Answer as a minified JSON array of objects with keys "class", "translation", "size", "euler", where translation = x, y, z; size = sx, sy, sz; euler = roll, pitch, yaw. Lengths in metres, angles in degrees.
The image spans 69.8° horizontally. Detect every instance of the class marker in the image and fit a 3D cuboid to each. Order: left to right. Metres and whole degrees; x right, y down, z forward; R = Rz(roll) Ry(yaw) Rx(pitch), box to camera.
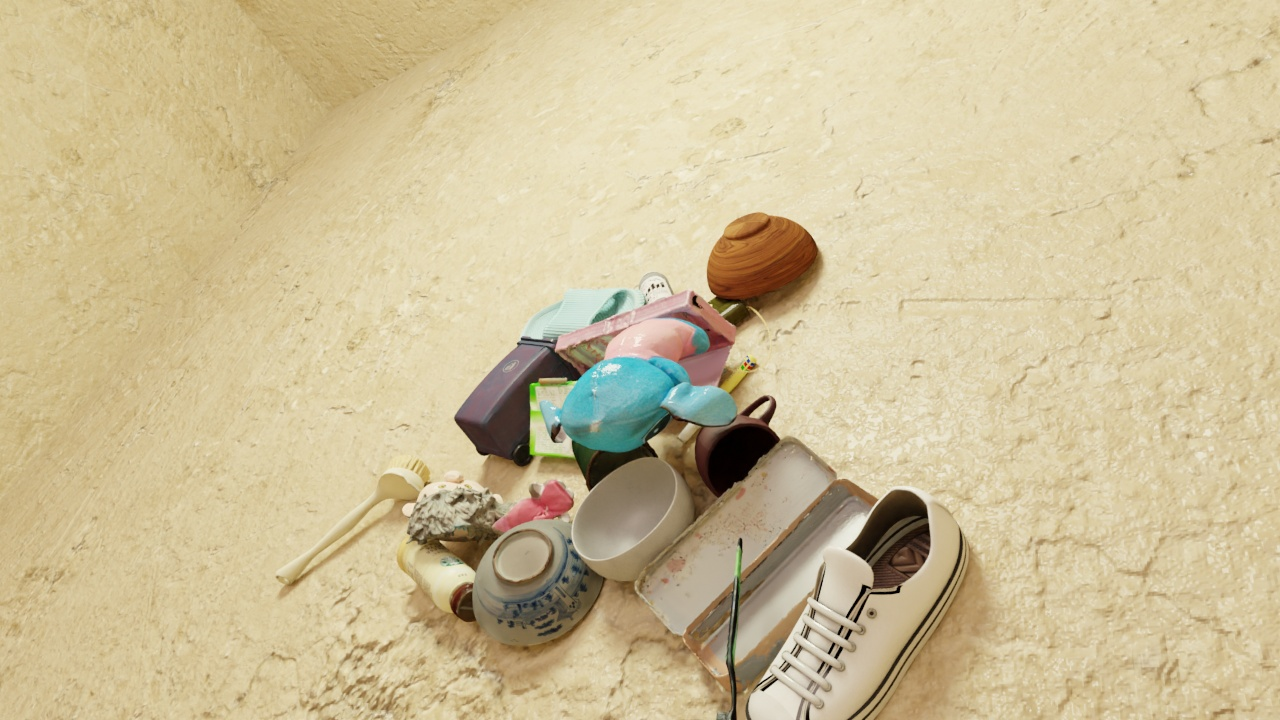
[{"class":"marker","translation":[0.089,0.044,1.066],"size":[0.132,0.014,0.014],"euler":[-48,35,-15]}]

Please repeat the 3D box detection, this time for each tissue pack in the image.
[{"class":"tissue pack","translation":[-0.095,0.071,1.144],"size":[0.114,0.034,0.099],"euler":[-2,87,42]}]

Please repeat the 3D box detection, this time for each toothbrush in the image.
[{"class":"toothbrush","translation":[0.077,0.236,0.780],"size":[0.017,0.014,0.187],"euler":[-8,49,21]}]

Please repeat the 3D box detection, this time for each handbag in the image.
[{"class":"handbag","translation":[0.111,-0.031,1.113],"size":[0.084,0.027,0.178],"euler":[-36,29,3]}]

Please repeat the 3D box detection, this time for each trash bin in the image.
[{"class":"trash bin","translation":[-0.159,0.051,1.227],"size":[0.094,0.092,0.160],"euler":[7,49,47]}]

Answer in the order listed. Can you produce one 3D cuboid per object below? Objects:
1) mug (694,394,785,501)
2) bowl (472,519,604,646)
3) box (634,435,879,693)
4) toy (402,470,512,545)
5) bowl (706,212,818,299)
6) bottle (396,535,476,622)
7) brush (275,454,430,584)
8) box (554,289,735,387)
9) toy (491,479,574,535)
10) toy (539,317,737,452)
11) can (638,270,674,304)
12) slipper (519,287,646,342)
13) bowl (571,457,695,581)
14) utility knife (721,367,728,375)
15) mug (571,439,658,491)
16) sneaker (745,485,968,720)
[{"class":"mug","translation":[0.100,0.081,0.948],"size":[0.114,0.087,0.088],"euler":[-55,20,3]},{"class":"bowl","translation":[-0.116,0.221,0.972],"size":[0.151,0.057,0.150],"euler":[-10,43,10]},{"class":"box","translation":[0.113,0.180,0.845],"size":[0.216,0.063,0.157],"euler":[-44,54,-8]},{"class":"toy","translation":[-0.226,0.176,1.133],"size":[0.176,0.132,0.076],"euler":[-151,65,-71]},{"class":"bowl","translation":[0.145,-0.146,1.168],"size":[0.147,0.069,0.147],"euler":[-21,27,11]},{"class":"bottle","translation":[-0.230,0.253,1.073],"size":[0.056,0.056,0.162],"euler":[-49,35,-16]},{"class":"brush","translation":[-0.404,0.226,1.280],"size":[0.272,0.062,0.077],"euler":[-38,17,7]},{"class":"box","translation":[-0.006,0.010,1.111],"size":[0.233,0.099,0.114],"euler":[-16,46,39]},{"class":"toy","translation":[-0.118,0.183,1.070],"size":[0.102,0.050,0.065],"euler":[-46,68,0]},{"class":"toy","translation":[0.002,0.023,0.969],"size":[0.225,0.099,0.190],"euler":[-10,30,32]},{"class":"can","translation":[0.026,-0.081,1.249],"size":[0.044,0.044,0.106],"euler":[-32,34,9]},{"class":"slipper","translation":[-0.096,-0.059,1.290],"size":[0.277,0.069,0.115],"euler":[-7,47,49]},{"class":"bowl","translation":[0.000,0.171,0.947],"size":[0.132,0.064,0.131],"euler":[-28,30,18]},{"class":"utility knife","translation":[0.042,-0.003,1.165],"size":[0.198,0.020,0.028],"euler":[17,63,50]},{"class":"mug","translation":[-0.023,0.096,1.036],"size":[0.111,0.085,0.081],"euler":[-55,29,12]},{"class":"sneaker","translation":[0.168,0.198,0.731],"size":[0.245,0.097,0.091],"euler":[-46,34,-13]}]
